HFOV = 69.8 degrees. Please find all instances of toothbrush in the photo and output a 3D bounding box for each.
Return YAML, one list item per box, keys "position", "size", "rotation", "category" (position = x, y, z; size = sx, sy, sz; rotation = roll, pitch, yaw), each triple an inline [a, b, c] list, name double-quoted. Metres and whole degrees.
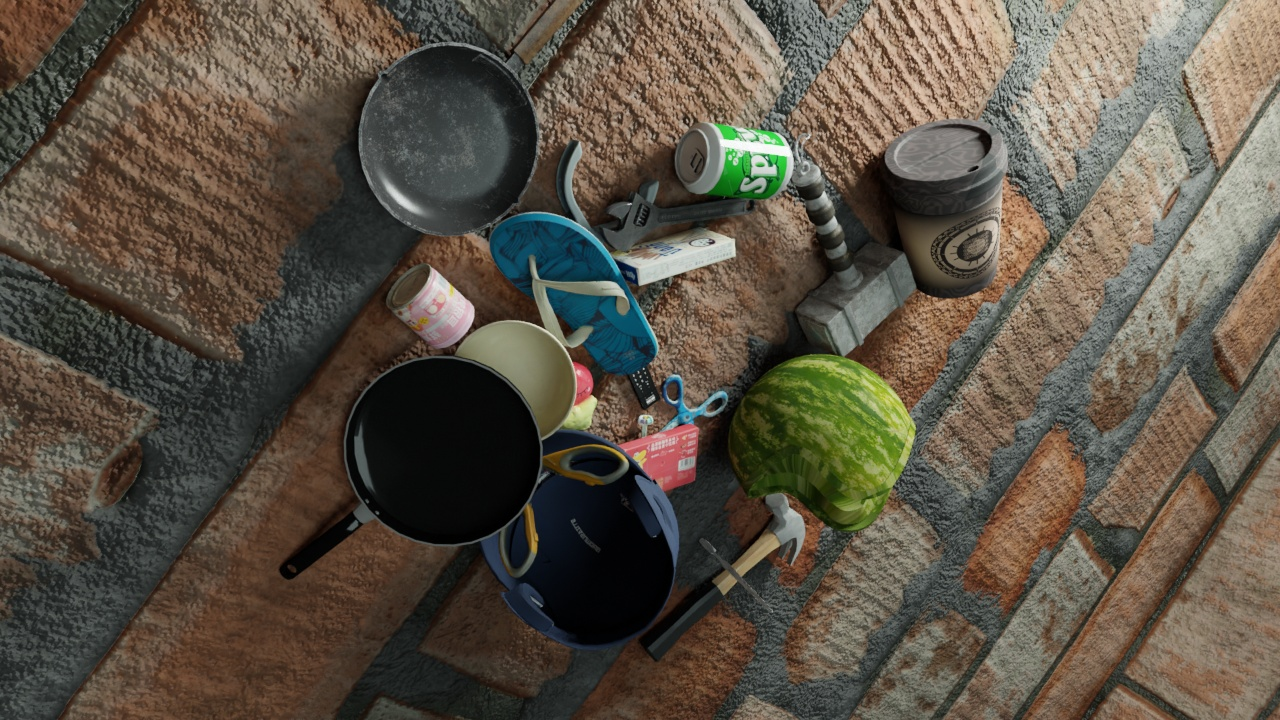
- position: [0.143, 0.320, 1.370]
  size: [0.010, 0.181, 0.010]
  rotation: [35, 93, -42]
  category: "toothbrush"
- position: [0.001, 0.150, 1.308]
  size: [0.022, 0.015, 0.155]
  rotation: [2, 110, -8]
  category: "toothbrush"

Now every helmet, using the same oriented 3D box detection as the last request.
- position: [-0.078, 0.215, 1.165]
  size: [0.232, 0.223, 0.272]
  rotation: [-41, 96, 0]
  category: "helmet"
- position: [0.257, 0.108, 1.325]
  size: [0.213, 0.247, 0.242]
  rotation: [76, 35, -65]
  category: "helmet"

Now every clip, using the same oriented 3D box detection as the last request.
- position: [-0.052, -0.200, 1.116]
  size: [0.164, 0.032, 0.166]
  rotation: [-32, 123, -19]
  category: "clip"

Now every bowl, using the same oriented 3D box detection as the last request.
- position: [-0.148, 0.020, 1.099]
  size: [0.151, 0.075, 0.151]
  rotation: [1, 103, 3]
  category: "bowl"

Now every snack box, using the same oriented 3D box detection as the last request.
- position: [0.024, 0.146, 1.298]
  size: [0.132, 0.021, 0.089]
  rotation: [-14, 117, -34]
  category: "snack box"
- position: [0.038, -0.134, 1.170]
  size: [0.149, 0.082, 0.026]
  rotation: [-20, 119, -26]
  category: "snack box"

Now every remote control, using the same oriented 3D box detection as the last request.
- position: [-0.007, 0.007, 1.245]
  size: [0.030, 0.009, 0.140]
  rotation: [-35, 125, -17]
  category: "remote control"

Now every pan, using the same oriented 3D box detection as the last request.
- position: [-0.277, 0.142, 1.065]
  size: [0.356, 0.034, 0.225]
  rotation: [-37, 99, 6]
  category: "pan"
- position: [-0.160, -0.298, 0.996]
  size: [0.356, 0.040, 0.207]
  rotation: [-52, 128, -6]
  category: "pan"

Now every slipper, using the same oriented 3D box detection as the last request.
- position: [-0.067, -0.068, 1.118]
  size: [0.118, 0.060, 0.295]
  rotation: [-31, 130, 10]
  category: "slipper"

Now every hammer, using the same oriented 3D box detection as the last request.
- position: [0.135, 0.356, 1.473]
  size: [0.327, 0.039, 0.131]
  rotation: [-39, 127, -13]
  category: "hammer"
- position: [0.274, -0.172, 1.314]
  size: [0.176, 0.079, 0.326]
  rotation: [-41, 127, -13]
  category: "hammer"

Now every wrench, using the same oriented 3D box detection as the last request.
- position: [0.055, -0.187, 1.176]
  size: [0.272, 0.018, 0.073]
  rotation: [-15, 119, -39]
  category: "wrench"

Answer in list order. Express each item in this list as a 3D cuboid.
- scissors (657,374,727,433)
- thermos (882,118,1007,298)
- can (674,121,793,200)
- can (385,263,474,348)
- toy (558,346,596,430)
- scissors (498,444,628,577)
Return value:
- position: [0.068, 0.070, 1.323]
  size: [0.134, 0.011, 0.140]
  rotation: [-35, 125, -15]
  category: "scissors"
- position: [0.460, -0.219, 1.372]
  size: [0.172, 0.173, 0.226]
  rotation: [-36, 132, -17]
  category: "thermos"
- position: [0.120, -0.253, 1.171]
  size: [0.139, 0.088, 0.088]
  rotation: [-2, 110, -33]
  category: "can"
- position: [-0.234, -0.060, 1.027]
  size: [0.067, 0.067, 0.076]
  rotation: [-49, 128, -7]
  category: "can"
- position: [-0.103, 0.036, 1.169]
  size: [0.091, 0.045, 0.135]
  rotation: [-25, 114, -18]
  category: "toy"
- position: [-0.118, 0.142, 1.102]
  size: [0.230, 0.225, 0.016]
  rotation: [-13, 155, 15]
  category: "scissors"
